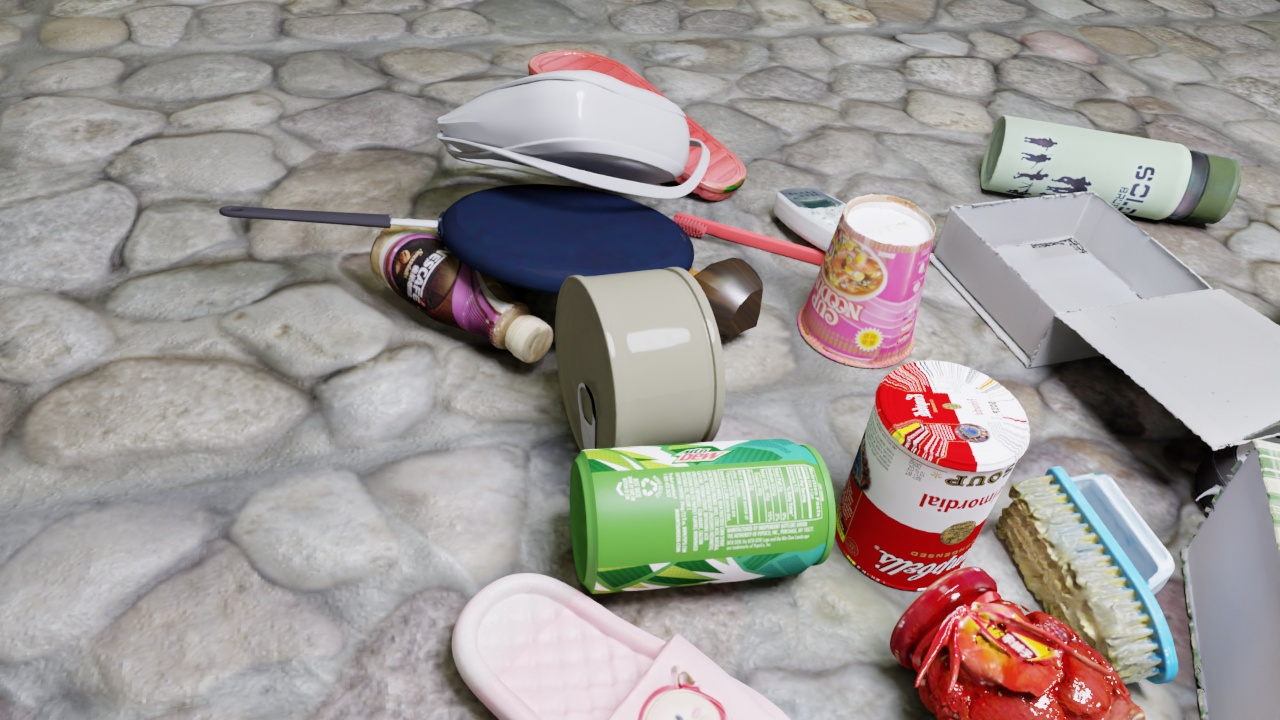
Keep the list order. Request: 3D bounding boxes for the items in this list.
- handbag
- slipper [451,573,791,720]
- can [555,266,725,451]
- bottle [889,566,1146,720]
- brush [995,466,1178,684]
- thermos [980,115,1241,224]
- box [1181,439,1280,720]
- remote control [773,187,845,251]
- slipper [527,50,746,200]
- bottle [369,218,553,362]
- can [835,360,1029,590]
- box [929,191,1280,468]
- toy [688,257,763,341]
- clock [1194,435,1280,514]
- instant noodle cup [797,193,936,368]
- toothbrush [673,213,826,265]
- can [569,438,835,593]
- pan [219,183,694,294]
[{"bbox_3d":[-0.076,-0.183,0.806,0.223,0.095,0.215,3,2,40],"label":"handbag"},{"bbox_3d":[-0.002,0.177,0.466,0.222,0.056,0.106,29,44,25],"label":"slipper"},{"bbox_3d":[-0.004,0.004,0.607,0.073,0.128,0.127,-9,44,-19],"label":"can"},{"bbox_3d":[0.190,0.166,0.472,0.098,0.099,0.111,-17,42,-24],"label":"bottle"},{"bbox_3d":[0.281,0.129,0.552,0.075,0.055,0.135,-8,44,-8],"label":"brush"},{"bbox_3d":[0.470,-0.189,0.924,0.231,0.082,0.082,11,42,6],"label":"thermos"},{"bbox_3d":[0.347,0.149,0.496,0.051,0.118,0.204,14,40,15],"label":"box"},{"bbox_3d":[0.170,-0.125,0.836,0.060,0.028,0.114,-7,34,-26],"label":"remote control"},{"bbox_3d":[-0.008,-0.229,0.923,0.249,0.059,0.103,36,46,9],"label":"slipper"},{"bbox_3d":[-0.135,-0.050,0.703,0.166,0.060,0.059,33,48,27],"label":"bottle"},{"bbox_3d":[0.173,0.071,0.559,0.086,0.117,0.086,3,41,-3],"label":"can"},{"bbox_3d":[0.397,-0.028,0.713,0.165,0.099,0.368,-9,37,-16],"label":"box"},{"bbox_3d":[0.051,-0.056,0.738,0.100,0.062,0.076,33,85,37],"label":"toy"},{"bbox_3d":[0.438,0.086,0.630,0.091,0.044,0.122,35,49,28],"label":"clock"},{"bbox_3d":[0.182,-0.065,0.721,0.097,0.109,0.097,3,42,-3],"label":"instant noodle cup"},{"bbox_3d":[0.128,-0.098,0.824,0.212,0.012,0.017,17,43,13],"label":"toothbrush"},{"bbox_3d":[0.034,0.090,0.544,0.144,0.083,0.083,-2,42,-12],"label":"can"},{"bbox_3d":[-0.132,-0.105,0.704,0.356,0.021,0.198,2,29,-12],"label":"pan"}]
